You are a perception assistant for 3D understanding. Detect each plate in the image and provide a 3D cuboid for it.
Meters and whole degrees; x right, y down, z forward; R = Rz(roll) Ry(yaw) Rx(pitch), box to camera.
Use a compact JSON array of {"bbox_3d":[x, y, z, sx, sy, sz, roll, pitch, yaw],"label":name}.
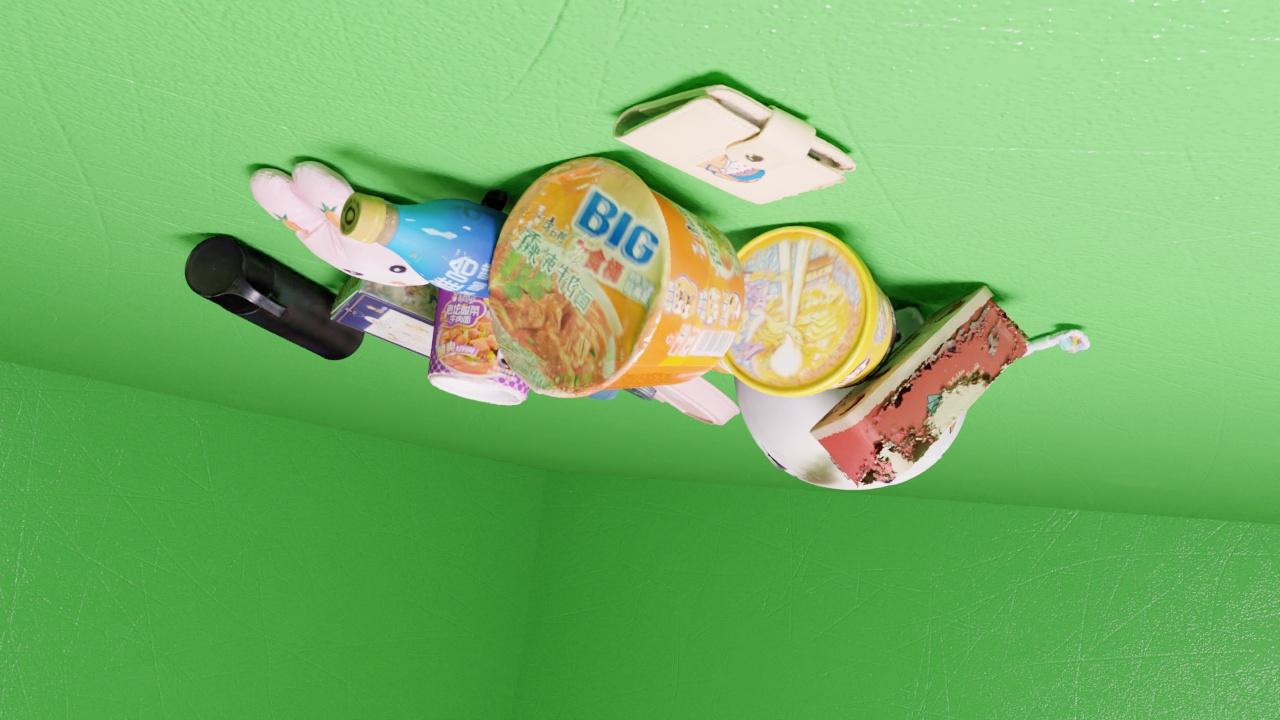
[{"bbox_3d":[-0.006,0.005,0.928,0.229,0.028,0.229,29,173,3],"label":"plate"}]

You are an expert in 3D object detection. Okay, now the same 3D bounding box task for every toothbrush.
[{"bbox_3d":[0.356,-0.005,0.872,0.029,0.021,0.189,23,169,-6],"label":"toothbrush"}]

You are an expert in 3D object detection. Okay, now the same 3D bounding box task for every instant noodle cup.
[{"bbox_3d":[-0.010,-0.047,0.609,0.152,0.151,0.111,-2,174,39],"label":"instant noodle cup"},{"bbox_3d":[0.128,-0.029,0.678,0.119,0.118,0.114,1,175,31],"label":"instant noodle cup"},{"bbox_3d":[-0.127,-0.020,0.774,0.111,0.099,0.112,10,164,3],"label":"instant noodle cup"}]

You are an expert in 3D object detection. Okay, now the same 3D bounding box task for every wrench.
[{"bbox_3d":[-0.077,-0.007,0.939,0.274,0.016,0.056,23,168,45],"label":"wrench"}]

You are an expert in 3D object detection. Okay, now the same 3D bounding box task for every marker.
[{"bbox_3d":[-0.121,-0.106,0.699,0.018,0.015,0.124,7,167,-19],"label":"marker"}]

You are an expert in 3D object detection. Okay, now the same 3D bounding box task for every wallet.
[{"bbox_3d":[0.055,-0.116,0.505,0.115,0.024,0.087,18,164,-38],"label":"wallet"}]

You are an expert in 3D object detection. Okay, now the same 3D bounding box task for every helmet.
[{"bbox_3d":[0.205,0.048,0.888,0.230,0.156,0.273,0,167,35],"label":"helmet"}]

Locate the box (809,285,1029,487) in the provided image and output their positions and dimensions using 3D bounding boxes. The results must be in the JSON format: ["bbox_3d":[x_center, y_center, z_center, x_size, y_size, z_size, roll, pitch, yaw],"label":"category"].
[{"bbox_3d":[0.224,0.027,0.716,0.075,0.168,0.091,49,162,2],"label":"box"}]

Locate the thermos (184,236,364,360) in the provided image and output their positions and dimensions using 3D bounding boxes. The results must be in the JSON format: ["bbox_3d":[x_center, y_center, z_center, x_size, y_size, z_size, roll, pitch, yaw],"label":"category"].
[{"bbox_3d":[-0.363,-0.051,0.950,0.090,0.068,0.242,40,177,14],"label":"thermos"}]

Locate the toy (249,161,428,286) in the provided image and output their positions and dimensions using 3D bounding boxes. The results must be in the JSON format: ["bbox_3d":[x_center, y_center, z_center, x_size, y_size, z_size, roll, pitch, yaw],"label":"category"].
[{"bbox_3d":[-0.217,-0.100,0.701,0.121,0.054,0.159,-1,158,34],"label":"toy"}]

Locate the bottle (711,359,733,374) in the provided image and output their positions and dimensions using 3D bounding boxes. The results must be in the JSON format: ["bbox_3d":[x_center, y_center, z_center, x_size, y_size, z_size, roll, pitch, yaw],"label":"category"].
[{"bbox_3d":[0.069,-0.018,0.786,0.066,0.067,0.149,11,-171,-18],"label":"bottle"}]

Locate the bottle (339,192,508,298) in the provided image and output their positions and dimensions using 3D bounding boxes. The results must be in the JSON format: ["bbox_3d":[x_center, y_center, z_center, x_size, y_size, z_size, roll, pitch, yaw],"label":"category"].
[{"bbox_3d":[-0.106,-0.076,0.652,0.065,0.065,0.218,-4,168,45],"label":"bottle"}]

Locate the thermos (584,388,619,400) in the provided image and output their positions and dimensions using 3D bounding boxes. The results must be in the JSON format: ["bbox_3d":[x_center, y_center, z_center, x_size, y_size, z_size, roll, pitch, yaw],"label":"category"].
[{"bbox_3d":[-0.126,0.004,1.116,0.220,0.070,0.070,12,168,-23],"label":"thermos"}]

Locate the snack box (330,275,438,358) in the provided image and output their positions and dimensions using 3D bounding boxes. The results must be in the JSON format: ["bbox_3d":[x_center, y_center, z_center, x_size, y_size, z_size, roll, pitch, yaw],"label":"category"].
[{"bbox_3d":[-0.206,-0.037,0.923,0.182,0.045,0.178,25,164,-22],"label":"snack box"}]
